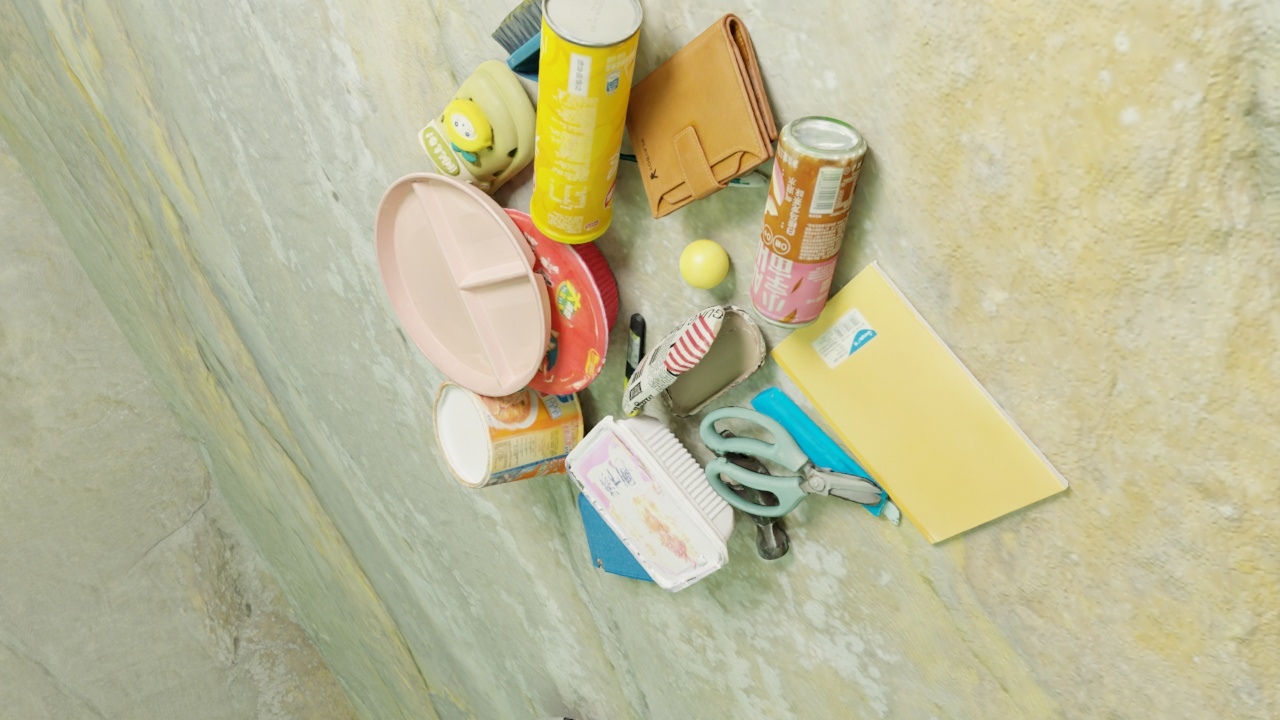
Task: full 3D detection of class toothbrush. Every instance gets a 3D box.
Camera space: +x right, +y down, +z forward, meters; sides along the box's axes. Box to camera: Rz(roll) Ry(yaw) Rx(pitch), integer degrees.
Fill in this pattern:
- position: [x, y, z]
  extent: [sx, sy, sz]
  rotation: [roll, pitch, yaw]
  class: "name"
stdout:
- position: [0.024, -0.154, 0.741]
  extent: [0.192, 0.016, 0.018]
  rotation: [20, 142, 39]
  class: "toothbrush"

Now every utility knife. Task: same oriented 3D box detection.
- position: [0.159, 0.081, 0.777]
  extent: [0.159, 0.018, 0.034]
  rotation: [44, 143, 12]
  class: "utility knife"

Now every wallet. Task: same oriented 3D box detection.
- position: [0.040, -0.174, 0.678]
  extent: [0.132, 0.031, 0.108]
  rotation: [-18, 87, 54]
  class: "wallet"
- position: [-0.012, 0.204, 1.053]
  extent: [0.133, 0.040, 0.106]
  rotation: [-1, 109, 49]
  class: "wallet"

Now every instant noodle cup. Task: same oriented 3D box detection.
- position: [-0.151, 0.069, 1.008]
  extent: [0.151, 0.111, 0.151]
  rotation: [19, 116, 46]
  class: "instant noodle cup"
- position: [0.016, 0.130, 0.887]
  extent: [0.173, 0.060, 0.138]
  rotation: [51, 145, 6]
  class: "instant noodle cup"
- position: [-0.091, -0.065, 0.890]
  extent: [0.194, 0.065, 0.194]
  rotation: [22, 130, 29]
  class: "instant noodle cup"

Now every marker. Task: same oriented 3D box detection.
- position: [-0.005, 0.005, 0.906]
  extent: [0.018, 0.015, 0.124]
  rotation: [30, 135, 29]
  class: "marker"

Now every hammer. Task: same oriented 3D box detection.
- position: [0.009, 0.111, 0.959]
  extent: [0.324, 0.031, 0.126]
  rotation: [10, 125, 45]
  class: "hammer"

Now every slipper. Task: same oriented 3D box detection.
- position: [-0.162, -0.198, 0.864]
  extent: [0.091, 0.081, 0.191]
  rotation: [53, 147, -3]
  class: "slipper"

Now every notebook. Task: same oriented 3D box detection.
- position: [0.202, 0.040, 0.700]
  extent: [0.206, 0.010, 0.146]
  rotation: [50, 144, 6]
  class: "notebook"

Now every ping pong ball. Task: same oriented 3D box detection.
- position: [0.052, -0.078, 0.749]
  extent: [0.040, 0.040, 0.040]
  rotation: [29, 137, 31]
  class: "ping pong ball"

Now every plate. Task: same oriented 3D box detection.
- position: [-0.172, -0.073, 0.887]
  extent: [0.230, 0.028, 0.230]
  rotation: [22, 129, 30]
  class: "plate"

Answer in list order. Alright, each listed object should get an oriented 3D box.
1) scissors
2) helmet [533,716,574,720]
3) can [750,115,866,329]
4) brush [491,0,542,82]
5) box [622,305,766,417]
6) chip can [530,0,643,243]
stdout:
- position: [0.123, 0.077, 0.781]
  extent: [0.186, 0.019, 0.130]
  rotation: [-11, 109, 41]
  class: "scissors"
- position: [-0.124, 0.659, 1.447]
  extent: [0.230, 0.156, 0.275]
  rotation: [48, 134, 13]
  class: "helmet"
- position: [0.115, -0.095, 0.649]
  extent: [0.058, 0.057, 0.148]
  rotation: [33, 139, 27]
  class: "can"
- position: [-0.057, -0.257, 0.716]
  extent: [0.144, 0.055, 0.073]
  rotation: [-14, 110, 52]
  class: "brush"
- position: [0.033, 0.006, 0.801]
  extent: [0.163, 0.087, 0.076]
  rotation: [-39, 72, 57]
  class: "box"
- position: [-0.047, -0.182, 0.705]
  extent: [0.072, 0.071, 0.214]
  rotation: [42, 153, 16]
  class: "chip can"
